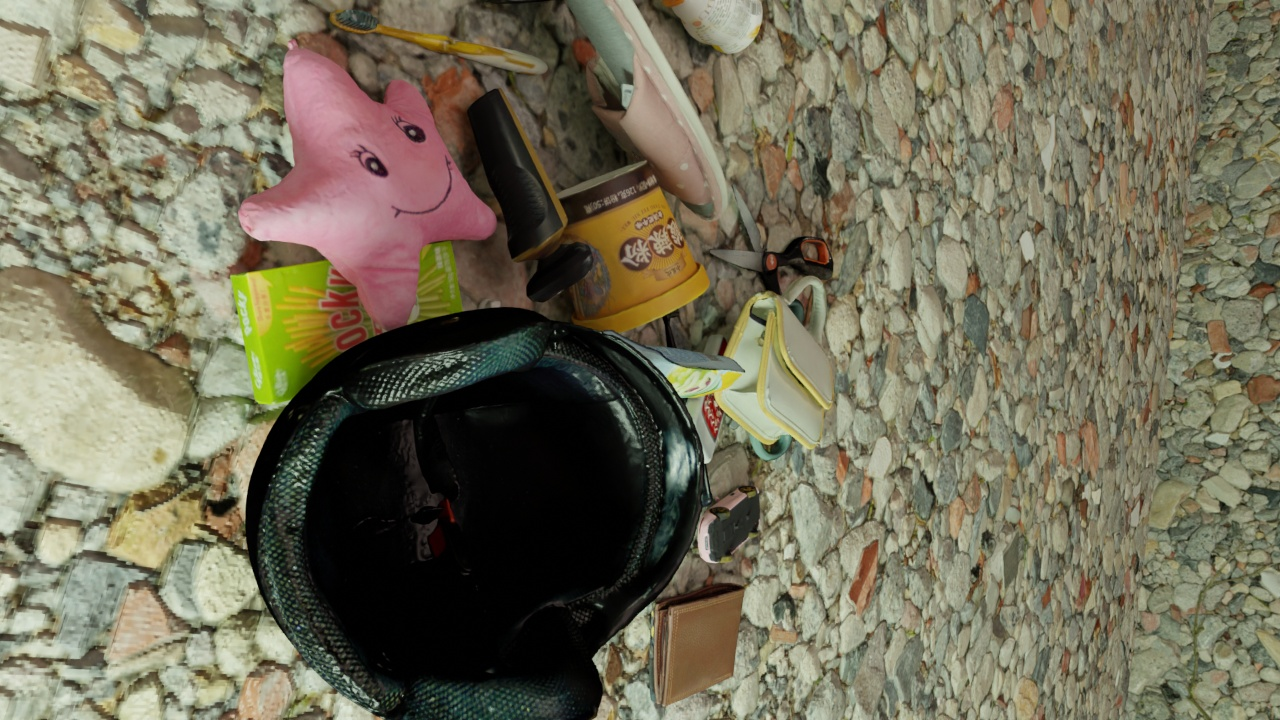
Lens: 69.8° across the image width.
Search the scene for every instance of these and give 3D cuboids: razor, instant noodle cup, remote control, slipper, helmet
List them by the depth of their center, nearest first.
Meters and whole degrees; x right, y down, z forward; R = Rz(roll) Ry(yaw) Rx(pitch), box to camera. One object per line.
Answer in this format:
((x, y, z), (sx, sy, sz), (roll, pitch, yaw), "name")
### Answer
((-0.101, 0.085, 0.567), (0.274, 0.231, 0.233), (-10, 98, -36), "helmet")
((-0.085, -0.126, 0.685), (0.067, 0.062, 0.167), (-12, 76, -55), "razor")
((-0.004, -0.208, 0.750), (0.054, 0.114, 0.274), (-39, 135, -4), "slipper")
((-0.017, -0.094, 0.752), (0.118, 0.119, 0.114), (-34, 109, -41), "instant noodle cup")
((0.068, 0.035, 0.888), (0.135, 0.020, 0.056), (-68, 145, -44), "remote control")

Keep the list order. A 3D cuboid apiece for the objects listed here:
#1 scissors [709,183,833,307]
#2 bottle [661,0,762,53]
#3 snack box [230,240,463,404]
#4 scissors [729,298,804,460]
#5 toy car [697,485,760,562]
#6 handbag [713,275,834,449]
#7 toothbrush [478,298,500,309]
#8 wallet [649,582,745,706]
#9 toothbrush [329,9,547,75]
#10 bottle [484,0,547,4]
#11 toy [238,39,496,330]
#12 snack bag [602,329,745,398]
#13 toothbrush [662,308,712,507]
((0.150, -0.092, 0.998), (0.220, 0.022, 0.228), (-23, 110, -45), "scissors")
((0.065, -0.330, 0.856), (0.108, 0.063, 0.063), (5, 89, -48), "bottle")
((-0.191, -0.030, 0.626), (0.156, 0.026, 0.086), (-18, 105, -45), "snack box")
((0.144, 0.027, 0.983), (0.171, 0.019, 0.170), (-58, 142, -27), "scissors")
((0.090, 0.167, 0.942), (0.122, 0.037, 0.056), (-20, 110, -58), "toy car")
((0.153, -0.010, 0.921), (0.163, 0.063, 0.178), (38, 67, -53), "handbag")
((-0.137, 0.038, 0.697), (0.016, 0.016, 0.180), (26, 74, -43), "toothbrush")
((0.057, 0.282, 0.919), (0.124, 0.032, 0.101), (0, 96, -47), "wallet")
((-0.138, -0.233, 0.675), (0.191, 0.018, 0.016), (-4, 97, -47), "toothbrush")
((-0.111, -0.306, 0.681), (0.194, 0.044, 0.080), (-26, 118, -42), "bottle")
((-0.178, -0.118, 0.587), (0.178, 0.075, 0.194), (58, 36, -20), "toy")
((-0.005, 0.005, 0.771), (0.190, 0.110, 0.039), (10, 81, -48), "snack bag")
((0.042, 0.041, 0.885), (0.027, 0.026, 0.213), (-15, 105, -20), "toothbrush")
